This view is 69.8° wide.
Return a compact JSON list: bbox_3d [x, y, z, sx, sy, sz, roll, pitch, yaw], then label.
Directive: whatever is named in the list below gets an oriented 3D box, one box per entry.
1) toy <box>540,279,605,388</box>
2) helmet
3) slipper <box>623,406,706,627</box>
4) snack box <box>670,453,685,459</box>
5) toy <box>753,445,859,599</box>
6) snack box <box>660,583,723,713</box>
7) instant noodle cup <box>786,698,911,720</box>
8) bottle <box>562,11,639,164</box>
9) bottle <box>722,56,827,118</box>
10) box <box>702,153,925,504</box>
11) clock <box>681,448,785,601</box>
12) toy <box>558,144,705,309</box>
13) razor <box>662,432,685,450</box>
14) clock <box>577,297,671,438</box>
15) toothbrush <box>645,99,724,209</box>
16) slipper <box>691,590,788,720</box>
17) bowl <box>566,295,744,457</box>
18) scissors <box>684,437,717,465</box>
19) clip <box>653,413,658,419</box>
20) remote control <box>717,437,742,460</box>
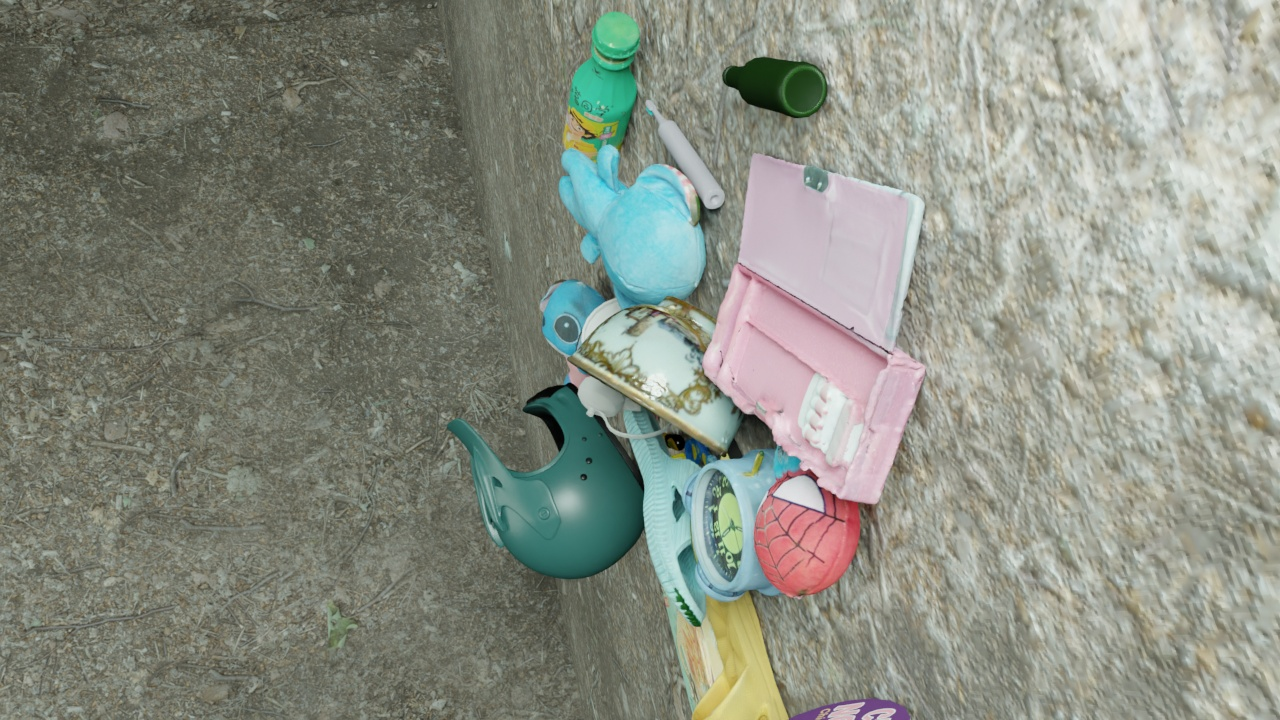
[{"bbox_3d":[-0.077,-0.014,1.269,0.224,0.099,0.192,-131,27,-60],"label":"toy"},{"bbox_3d":[-0.124,0.165,1.226,0.274,0.200,0.177,55,165,10],"label":"helmet"},{"bbox_3d":[0.038,0.139,0.913,0.275,0.069,0.116,-105,-6,-47],"label":"slipper"},{"bbox_3d":[0.037,0.166,1.072,0.152,0.025,0.075,112,146,-67],"label":"snack box"},{"bbox_3d":[0.112,0.095,0.628,0.092,0.062,0.132,147,128,-60],"label":"toy"},{"bbox_3d":[0.069,0.304,1.004,0.142,0.044,0.193,115,142,-71],"label":"snack box"},{"bbox_3d":[0.131,0.306,0.594,0.121,0.137,0.122,-15,-97,-58],"label":"instant noodle cup"},{"bbox_3d":[-0.039,-0.278,0.952,0.210,0.068,0.068,119,139,-70],"label":"bottle"},{"bbox_3d":[0.081,-0.181,0.599,0.123,0.033,0.033,-127,29,-64],"label":"bottle"},{"bbox_3d":[0.109,-0.034,0.592,0.232,0.040,0.179,-128,46,-65],"label":"box"},{"bbox_3d":[0.081,0.136,0.746,0.162,0.060,0.118,130,135,-60],"label":"clock"},{"bbox_3d":[-0.005,-0.127,0.844,0.180,0.114,0.184,49,148,25],"label":"toy"},{"bbox_3d":[0.027,0.094,1.066,0.044,0.021,0.144,62,168,-3],"label":"razor"},{"bbox_3d":[-0.005,0.006,0.939,0.061,0.120,0.159,90,175,-58],"label":"clock"},{"bbox_3d":[0.034,-0.191,0.820,0.187,0.018,0.019,-114,21,-46],"label":"toothbrush"},{"bbox_3d":[0.087,0.325,0.873,0.100,0.078,0.263,110,149,-66],"label":"slipper"},{"bbox_3d":[0.029,0.002,0.780,0.094,0.160,0.160,-59,15,-2],"label":"bowl"},{"bbox_3d":[0.062,0.091,0.935,0.126,0.013,0.126,97,154,-55],"label":"scissors"},{"bbox_3d":[0.009,0.066,1.140,0.060,0.045,0.023,-15,88,43],"label":"clip"},{"bbox_3d":[0.097,0.135,0.819,0.058,0.013,0.133,93,162,-44],"label":"remote control"}]
